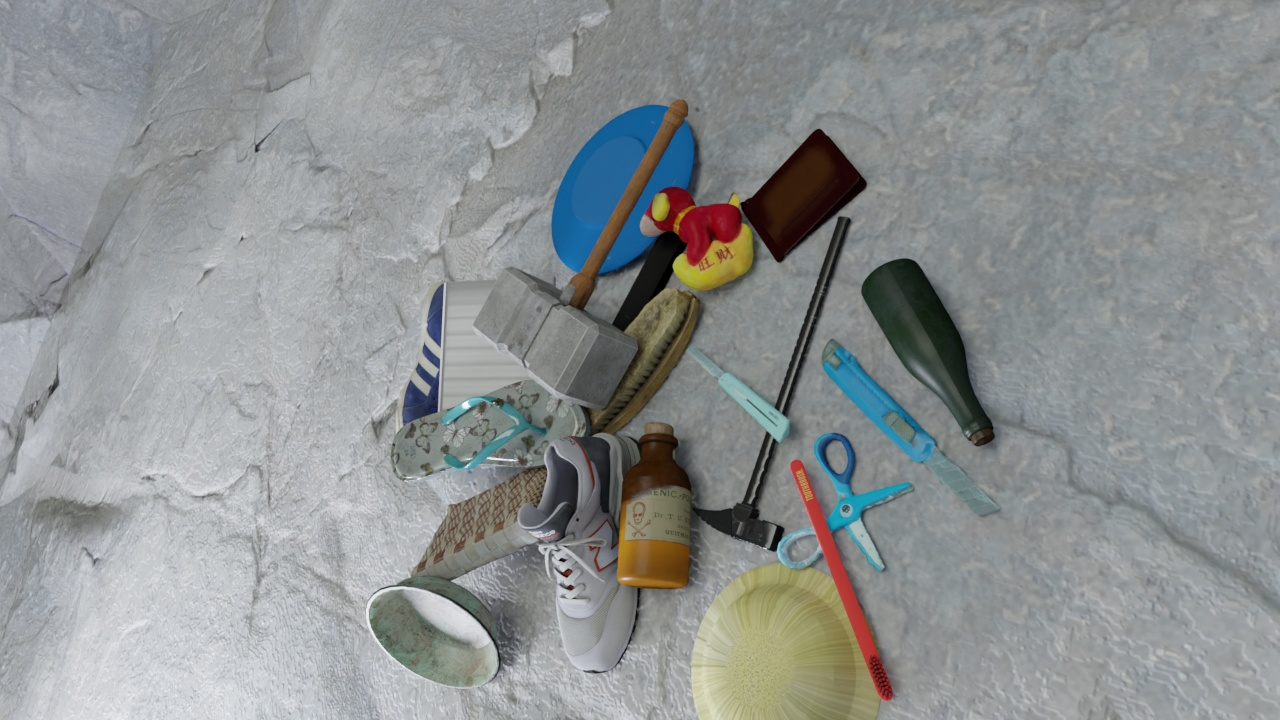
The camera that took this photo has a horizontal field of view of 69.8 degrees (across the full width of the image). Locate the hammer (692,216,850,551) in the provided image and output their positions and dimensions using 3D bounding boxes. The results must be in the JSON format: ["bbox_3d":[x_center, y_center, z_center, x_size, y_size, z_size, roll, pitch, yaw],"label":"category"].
[{"bbox_3d":[0.138,0.013,0.873,0.095,0.015,0.324,13,80,43],"label":"hammer"}]

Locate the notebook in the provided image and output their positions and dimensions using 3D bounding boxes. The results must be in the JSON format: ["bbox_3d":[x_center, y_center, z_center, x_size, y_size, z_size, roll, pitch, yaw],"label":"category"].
[{"bbox_3d":[-0.168,0.010,1.060,0.143,0.009,0.209,-1,83,19],"label":"notebook"}]

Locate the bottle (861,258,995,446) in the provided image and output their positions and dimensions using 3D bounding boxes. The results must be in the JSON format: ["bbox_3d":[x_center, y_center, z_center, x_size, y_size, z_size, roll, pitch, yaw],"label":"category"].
[{"bbox_3d":[0.244,-0.005,0.764,0.055,0.055,0.174,-36,54,23],"label":"bottle"}]

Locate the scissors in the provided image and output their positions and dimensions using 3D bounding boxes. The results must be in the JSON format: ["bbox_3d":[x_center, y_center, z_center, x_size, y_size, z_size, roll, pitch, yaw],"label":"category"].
[{"bbox_3d":[0.172,0.125,0.799,0.134,0.011,0.139,-29,54,27],"label":"scissors"}]

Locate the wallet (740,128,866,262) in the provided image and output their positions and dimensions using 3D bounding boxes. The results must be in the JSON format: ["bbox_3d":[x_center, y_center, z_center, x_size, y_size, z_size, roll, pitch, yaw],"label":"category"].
[{"bbox_3d":[0.161,-0.168,0.928,0.116,0.018,0.091,-43,51,21],"label":"wallet"}]

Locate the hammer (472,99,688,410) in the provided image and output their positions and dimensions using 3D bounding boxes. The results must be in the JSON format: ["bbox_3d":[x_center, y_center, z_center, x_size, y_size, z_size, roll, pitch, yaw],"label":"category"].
[{"bbox_3d":[-0.034,-0.126,0.950,0.163,0.082,0.318,35,98,38],"label":"hammer"}]

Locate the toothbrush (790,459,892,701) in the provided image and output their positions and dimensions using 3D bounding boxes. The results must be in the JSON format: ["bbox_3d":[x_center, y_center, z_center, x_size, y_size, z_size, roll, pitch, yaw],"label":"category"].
[{"bbox_3d":[0.165,0.175,0.764,0.012,0.018,0.212,-19,60,3],"label":"toothbrush"}]

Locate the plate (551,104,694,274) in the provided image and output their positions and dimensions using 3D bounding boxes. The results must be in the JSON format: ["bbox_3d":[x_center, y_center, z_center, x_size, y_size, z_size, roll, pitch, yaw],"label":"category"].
[{"bbox_3d":[-0.032,-0.209,1.091,0.225,0.024,0.224,-21,57,35],"label":"plate"}]

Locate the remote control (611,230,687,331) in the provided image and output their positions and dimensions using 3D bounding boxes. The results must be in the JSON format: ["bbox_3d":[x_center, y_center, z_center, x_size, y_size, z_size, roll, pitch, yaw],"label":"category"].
[{"bbox_3d":[0.005,-0.075,1.021,0.034,0.013,0.150,29,91,43],"label":"remote control"}]

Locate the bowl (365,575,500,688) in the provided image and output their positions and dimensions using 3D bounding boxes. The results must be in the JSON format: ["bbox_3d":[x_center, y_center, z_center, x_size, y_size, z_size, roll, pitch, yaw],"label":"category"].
[{"bbox_3d":[-0.216,0.286,0.988,0.158,0.157,0.038,-22,23,32],"label":"bowl"}]

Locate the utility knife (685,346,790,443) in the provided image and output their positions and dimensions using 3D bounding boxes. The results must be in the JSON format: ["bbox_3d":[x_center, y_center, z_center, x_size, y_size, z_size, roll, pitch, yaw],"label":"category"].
[{"bbox_3d":[0.092,0.027,0.890,0.022,0.015,0.166,-55,42,8],"label":"utility knife"}]

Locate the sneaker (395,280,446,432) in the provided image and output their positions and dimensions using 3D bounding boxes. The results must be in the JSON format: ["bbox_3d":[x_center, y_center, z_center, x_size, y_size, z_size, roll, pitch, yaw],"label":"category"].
[{"bbox_3d":[-0.214,0.015,1.127,0.119,0.091,0.232,1,74,29],"label":"sneaker"}]

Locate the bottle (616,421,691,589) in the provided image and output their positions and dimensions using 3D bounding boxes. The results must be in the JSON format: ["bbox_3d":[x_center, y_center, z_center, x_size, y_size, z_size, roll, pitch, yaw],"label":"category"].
[{"bbox_3d":[0.015,0.138,0.887,0.068,0.067,0.156,-13,64,36],"label":"bottle"}]

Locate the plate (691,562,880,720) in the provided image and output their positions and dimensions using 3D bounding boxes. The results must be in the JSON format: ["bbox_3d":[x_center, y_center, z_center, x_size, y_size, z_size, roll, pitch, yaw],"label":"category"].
[{"bbox_3d":[0.109,0.262,0.777,0.185,0.036,0.184,-17,62,34],"label":"plate"}]

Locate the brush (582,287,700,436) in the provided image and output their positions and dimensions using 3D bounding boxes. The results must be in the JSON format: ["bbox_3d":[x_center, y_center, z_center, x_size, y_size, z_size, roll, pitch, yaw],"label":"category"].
[{"bbox_3d":[-0.006,0.006,0.976,0.195,0.043,0.059,-53,48,11],"label":"brush"}]

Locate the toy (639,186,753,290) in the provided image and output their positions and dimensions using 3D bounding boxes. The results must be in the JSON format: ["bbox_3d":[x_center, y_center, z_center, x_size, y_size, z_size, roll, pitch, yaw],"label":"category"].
[{"bbox_3d":[0.064,-0.136,0.963,0.105,0.067,0.137,-43,62,0],"label":"toy"}]

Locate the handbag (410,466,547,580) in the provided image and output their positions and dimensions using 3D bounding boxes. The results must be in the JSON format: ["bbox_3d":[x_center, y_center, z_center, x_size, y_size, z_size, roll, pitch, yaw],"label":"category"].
[{"bbox_3d":[-0.159,0.178,1.004,0.186,0.047,0.123,-29,20,29],"label":"handbag"}]

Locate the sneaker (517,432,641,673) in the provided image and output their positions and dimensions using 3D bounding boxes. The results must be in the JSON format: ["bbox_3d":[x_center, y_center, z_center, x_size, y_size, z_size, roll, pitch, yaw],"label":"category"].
[{"bbox_3d":[-0.066,0.178,0.899,0.089,0.124,0.239,-9,66,37],"label":"sneaker"}]

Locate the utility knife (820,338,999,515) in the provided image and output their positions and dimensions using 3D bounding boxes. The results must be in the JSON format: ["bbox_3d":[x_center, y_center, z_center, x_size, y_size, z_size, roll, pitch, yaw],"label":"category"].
[{"bbox_3d":[0.222,0.054,0.786,0.031,0.015,0.221,-53,49,16],"label":"utility knife"}]

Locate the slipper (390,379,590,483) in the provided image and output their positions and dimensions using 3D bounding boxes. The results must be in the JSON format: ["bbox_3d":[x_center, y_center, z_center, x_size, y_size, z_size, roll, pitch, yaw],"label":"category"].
[{"bbox_3d":[-0.180,0.074,1.008,0.269,0.054,0.098,-11,68,27],"label":"slipper"}]
